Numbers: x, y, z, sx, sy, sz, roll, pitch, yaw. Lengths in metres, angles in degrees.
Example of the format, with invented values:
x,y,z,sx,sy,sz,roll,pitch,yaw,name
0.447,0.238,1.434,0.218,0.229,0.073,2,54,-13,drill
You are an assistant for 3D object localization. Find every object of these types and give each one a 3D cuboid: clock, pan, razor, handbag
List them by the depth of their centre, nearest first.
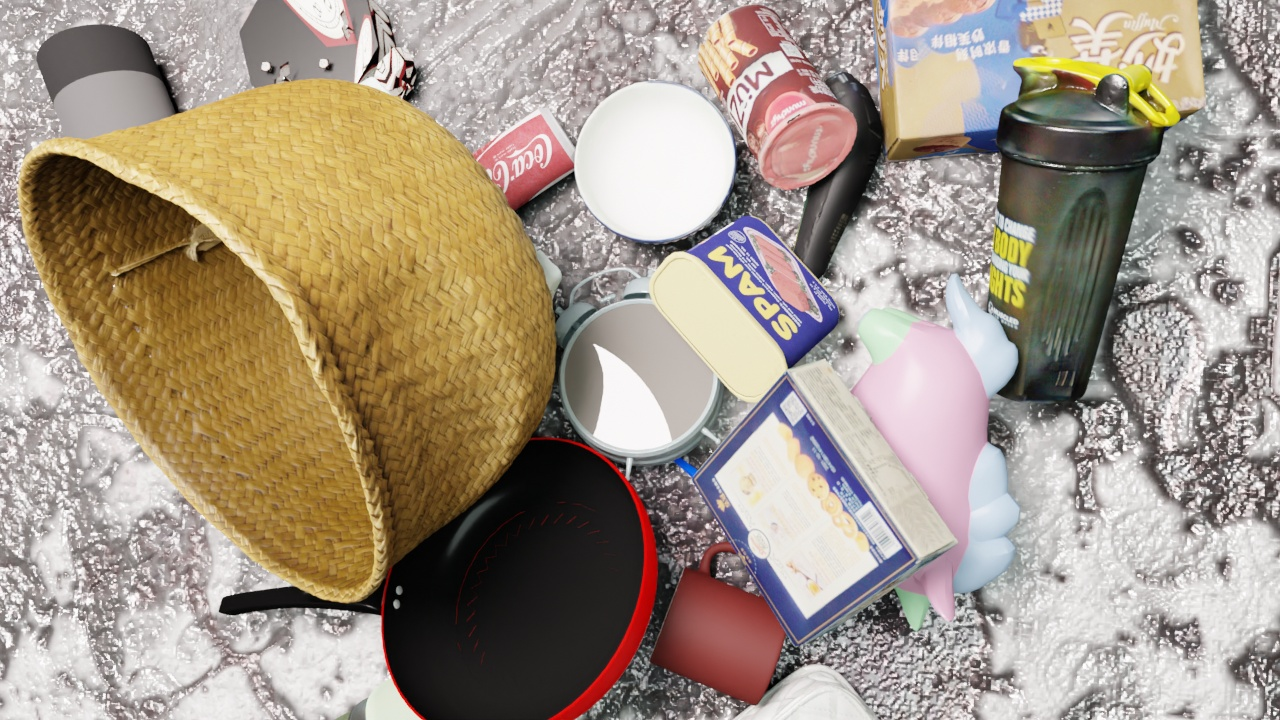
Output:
x,y,z,sx,sy,sz,roll,pitch,yaw,name
-0.152,0.168,0.662,0.357,0.067,0.208,-12,55,23,pan
0.103,0.321,0.666,0.195,0.072,0.139,-39,94,4,handbag
0.138,-0.136,0.686,0.067,0.053,0.151,21,100,33,razor
-0.004,0.004,0.687,0.122,0.045,0.159,-22,76,1,clock
-0.243,-0.231,0.719,0.115,0.065,0.154,-37,84,5,clock

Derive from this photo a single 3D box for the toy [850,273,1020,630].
x,y,z,sx,sy,sz,roll,pitch,yaw,name
0.199,0.062,0.635,0.171,0.120,0.222,37,110,20,toy

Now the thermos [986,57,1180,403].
x,y,z,sx,sy,sz,roll,pitch,yaw,name
0.278,-0.081,0.605,0.098,0.098,0.221,1,117,7,thermos

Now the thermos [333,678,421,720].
x,y,z,sx,sy,sz,roll,pitch,yaw,name
-0.132,0.255,0.693,0.231,0.082,0.082,-32,85,5,thermos

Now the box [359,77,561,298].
x,y,z,sx,sy,sz,roll,pitch,yaw,name
-0.137,-0.100,0.671,0.040,0.135,0.197,-40,83,-23,box

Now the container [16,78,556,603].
x,y,z,sx,sy,sz,roll,pitch,yaw,name
-0.211,-0.027,0.595,0.307,0.196,0.308,20,130,27,container

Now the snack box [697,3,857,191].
x,y,z,sx,sy,sz,roll,pitch,yaw,name
0.094,-0.189,0.652,0.072,0.072,0.121,-27,58,5,snack box

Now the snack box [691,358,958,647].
x,y,z,sx,sy,sz,roll,pitch,yaw,name
0.115,0.098,0.618,0.042,0.145,0.144,-15,63,-36,snack box

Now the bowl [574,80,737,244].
x,y,z,sx,sy,sz,roll,pitch,yaw,name
0.013,-0.142,0.688,0.118,0.062,0.118,0,89,6,bowl

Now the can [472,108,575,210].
x,y,z,sx,sy,sz,roll,pitch,yaw,name
-0.098,-0.148,0.706,0.096,0.054,0.054,-33,85,5,can

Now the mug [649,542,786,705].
x,y,z,sx,sy,sz,roll,pitch,yaw,name
0.064,0.188,0.678,0.082,0.073,0.105,21,63,7,mug

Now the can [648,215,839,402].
x,y,z,sx,sy,sz,roll,pitch,yaw,name
0.078,-0.041,0.659,0.116,0.092,0.057,49,137,5,can

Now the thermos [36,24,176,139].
x,y,z,sx,sy,sz,roll,pitch,yaw,name
-0.392,-0.136,0.727,0.082,0.082,0.240,-23,86,6,thermos

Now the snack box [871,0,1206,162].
x,y,z,sx,sy,sz,roll,pitch,yaw,name
0.275,-0.234,0.655,0.203,0.069,0.155,-4,89,7,snack box

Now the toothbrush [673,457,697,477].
x,y,z,sx,sy,sz,roll,pitch,yaw,name
0.069,0.106,0.699,0.182,0.018,0.016,38,69,6,toothbrush
